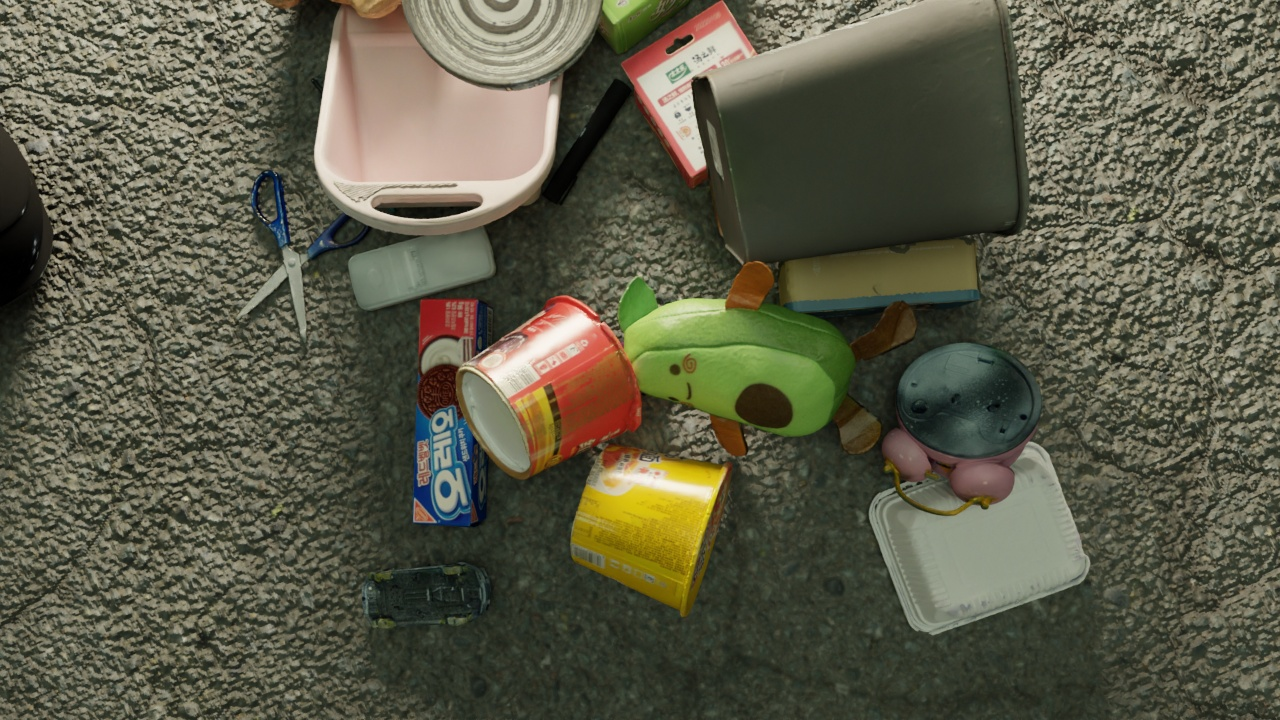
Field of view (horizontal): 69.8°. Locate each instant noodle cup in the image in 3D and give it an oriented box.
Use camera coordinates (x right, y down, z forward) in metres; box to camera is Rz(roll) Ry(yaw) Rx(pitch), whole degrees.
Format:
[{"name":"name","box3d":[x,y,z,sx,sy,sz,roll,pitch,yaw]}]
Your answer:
[{"name":"instant noodle cup","box3d":[0.009,0.139,0.795,0.110,0.138,0.138,16,87,12]},{"name":"instant noodle cup","box3d":[0.306,0.159,0.812,0.173,0.060,0.138,-19,85,0]},{"name":"instant noodle cup","box3d":[-0.084,0.027,0.781,0.108,0.138,0.138,-30,85,-30]}]

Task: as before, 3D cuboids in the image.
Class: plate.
[{"name":"plate","box3d":[-0.121,-0.326,0.813,0.179,0.024,0.179,0,91,-2]}]

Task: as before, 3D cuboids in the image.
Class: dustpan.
[{"name":"dustpan","box3d":[-0.173,-0.230,0.810,0.222,0.139,0.273,-4,85,-1]}]

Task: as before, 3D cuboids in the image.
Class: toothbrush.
[{"name":"toothbrush","box3d":[-0.247,-0.211,0.883,0.189,0.014,0.017,43,94,4]}]

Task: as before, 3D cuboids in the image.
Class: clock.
[{"name":"clock","box3d":[0.274,0.062,0.791,0.117,0.060,0.158,19,62,28]}]

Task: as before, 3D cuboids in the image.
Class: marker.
[{"name":"marker","box3d":[-0.050,-0.207,0.871,0.022,0.020,0.132,32,88,-4]}]

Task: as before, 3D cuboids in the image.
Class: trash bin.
[{"name":"trash bin","box3d":[0.167,-0.184,0.754,0.220,0.199,0.199,-12,106,1]}]

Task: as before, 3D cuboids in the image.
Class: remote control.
[{"name":"remote control","box3d":[-0.207,-0.089,0.869,0.136,0.020,0.056,-16,87,1]}]

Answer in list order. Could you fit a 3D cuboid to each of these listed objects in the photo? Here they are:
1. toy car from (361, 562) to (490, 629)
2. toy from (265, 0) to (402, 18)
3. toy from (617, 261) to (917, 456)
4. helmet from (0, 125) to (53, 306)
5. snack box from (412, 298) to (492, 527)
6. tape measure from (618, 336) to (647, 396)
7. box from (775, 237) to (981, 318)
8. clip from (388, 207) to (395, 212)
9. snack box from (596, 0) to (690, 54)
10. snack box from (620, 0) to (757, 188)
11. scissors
[{"name":"toy car","box3d":[-0.197,0.216,0.842,0.121,0.036,0.054,-8,86,12]},{"name":"toy","box3d":[-0.242,-0.366,0.853,0.226,0.083,0.143,12,68,3]},{"name":"toy","box3d":[0.097,0.006,0.776,0.247,0.089,0.227,8,130,6]},{"name":"helmet","box3d":[-0.665,-0.126,0.789,0.275,0.230,0.233,-20,71,0]},{"name":"snack box","box3d":[-0.170,0.048,0.841,0.058,0.057,0.207,1,87,5]},{"name":"tape measure","box3d":[-0.005,0.005,0.846,0.058,0.039,0.057,-9,86,7]},{"name":"box","box3d":[0.201,-0.070,0.818,0.184,0.090,0.059,-6,87,4]},{"name":"clip","box3d":[-0.245,-0.168,0.880,0.038,0.013,0.055,-25,84,1]},{"name":"snack box","box3d":[-0.023,-0.422,0.859,0.157,0.070,0.210,-38,85,-1]},{"name":"snack box","box3d":[0.061,-0.246,0.856,0.113,0.044,0.127,-31,87,1]},{"name":"scissors","box3d":[-0.328,-0.107,0.880,0.162,0.012,0.176,-23,86,1]}]
